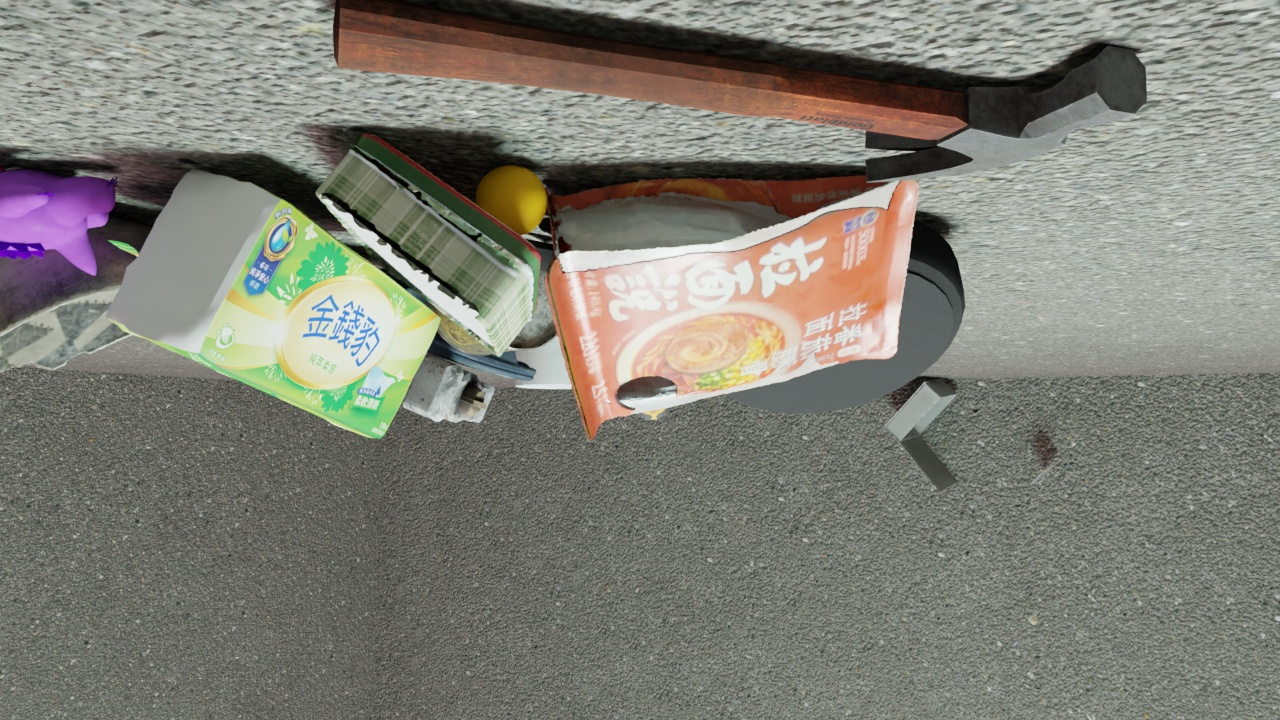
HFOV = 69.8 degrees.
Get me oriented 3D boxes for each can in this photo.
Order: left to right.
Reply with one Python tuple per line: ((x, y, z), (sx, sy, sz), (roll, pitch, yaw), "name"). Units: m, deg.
((-0.111, -0.050, 0.718), (0.089, 0.090, 0.075), (4, 175, -37), "can")

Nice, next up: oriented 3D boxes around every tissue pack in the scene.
((-0.250, -0.037, 0.601), (0.141, 0.120, 0.198), (20, 162, 23), "tissue pack")

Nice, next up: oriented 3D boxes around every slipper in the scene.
((-0.201, -0.057, 0.788), (0.263, 0.082, 0.101), (25, 170, -30), "slipper")

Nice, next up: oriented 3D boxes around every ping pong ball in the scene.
((-0.073, -0.090, 0.518), (0.040, 0.040, 0.040), (1, 176, 0), "ping pong ball")

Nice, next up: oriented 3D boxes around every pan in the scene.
((0.067, -0.037, 0.658), (0.355, 0.044, 0.205), (9, 141, -19), "pan")

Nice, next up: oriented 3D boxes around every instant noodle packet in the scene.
((0.059, -0.042, 0.585), (0.221, 0.083, 0.165), (-8, 138, 1), "instant noodle packet")

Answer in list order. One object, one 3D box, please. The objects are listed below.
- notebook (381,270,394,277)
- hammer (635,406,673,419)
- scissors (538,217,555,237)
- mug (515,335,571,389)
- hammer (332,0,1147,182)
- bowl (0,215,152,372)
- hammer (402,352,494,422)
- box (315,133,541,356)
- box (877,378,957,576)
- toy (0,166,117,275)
((-0.291, -0.065, 0.965), (0.169, 0.029, 0.209), (-2, 172, 5), "notebook")
((-0.005, 0.005, 0.815), (0.036, 0.123, 0.320), (30, -174, -8), "hammer")
((-0.009, -0.088, 0.666), (0.126, 0.019, 0.144), (2, 175, -3), "scissors")
((-0.088, -0.025, 0.939), (0.082, 0.105, 0.082), (1, 175, 0), "mug")
((0.037, -0.108, 0.362), (0.300, 0.028, 0.111), (2, 174, -18), "hammer")
((-0.407, -0.054, 0.646), (0.178, 0.081, 0.178), (-27, -174, 3), "bowl")
((-0.279, -0.019, 0.816), (0.319, 0.049, 0.121), (22, 176, 12), "hammer")
((-0.118, -0.061, 0.554), (0.117, 0.050, 0.206), (39, 171, -1), "box")
((0.733, 0.305, 2.418), (0.173, 0.512, 0.166), (1, -177, 36), "box")
((-0.358, -0.084, 0.533), (0.088, 0.056, 0.106), (6, 175, -33), "toy")
